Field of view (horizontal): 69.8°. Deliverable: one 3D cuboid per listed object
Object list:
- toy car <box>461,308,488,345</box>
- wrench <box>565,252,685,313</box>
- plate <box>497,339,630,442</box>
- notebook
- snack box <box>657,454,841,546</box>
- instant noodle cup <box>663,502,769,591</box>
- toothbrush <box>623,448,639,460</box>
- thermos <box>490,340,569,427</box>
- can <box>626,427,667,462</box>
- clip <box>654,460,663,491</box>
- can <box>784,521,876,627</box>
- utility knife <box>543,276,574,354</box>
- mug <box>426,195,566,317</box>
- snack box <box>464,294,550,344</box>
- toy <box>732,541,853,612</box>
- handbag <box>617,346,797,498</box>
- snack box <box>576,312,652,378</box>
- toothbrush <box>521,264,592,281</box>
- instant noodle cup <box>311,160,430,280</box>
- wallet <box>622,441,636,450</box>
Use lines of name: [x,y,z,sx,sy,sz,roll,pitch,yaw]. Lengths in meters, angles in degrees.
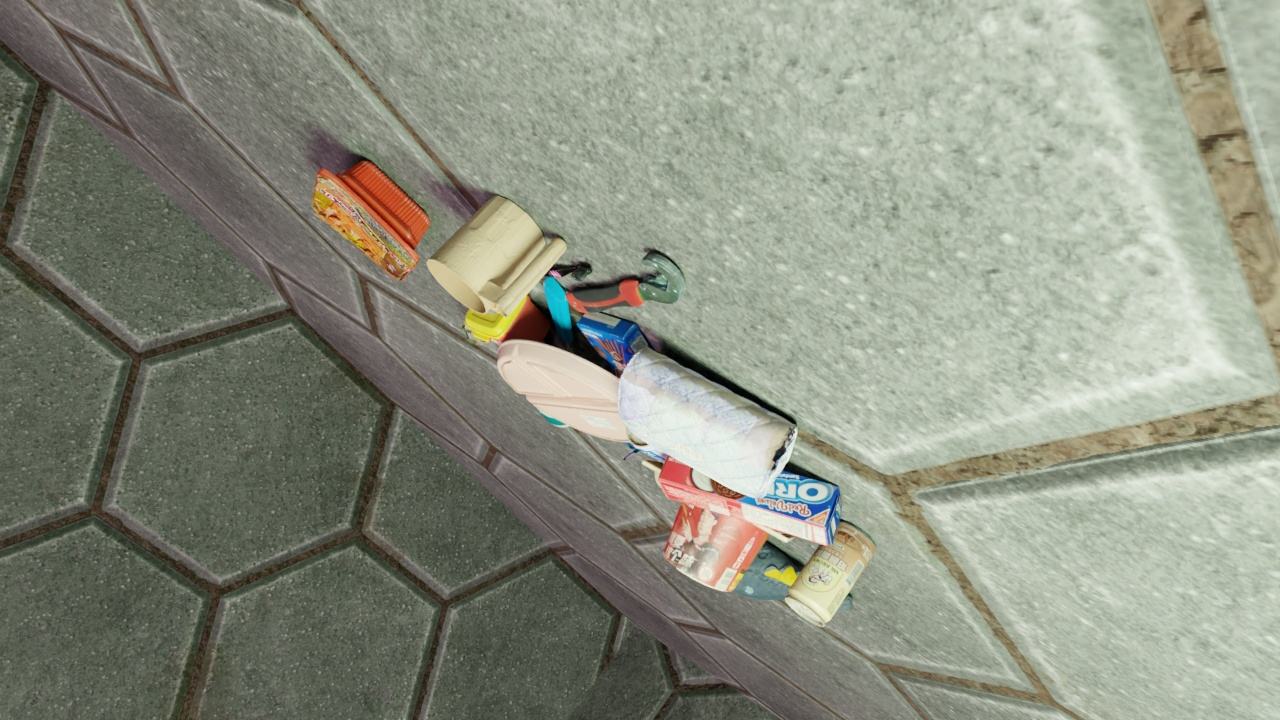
toy car: [-0.250,-0.053,1.414,0.035,0.042,0.090,14,163,6]
wrench: [-0.022,-0.071,0.960,0.056,0.016,0.274,45,161,-15]
plate: [-0.086,0.045,1.187,0.229,0.028,0.230,22,159,9]
notebook: [0.111,0.180,1.198,0.208,0.008,0.147,26,-178,20]
snack box: [0.128,0.154,1.066,0.208,0.057,0.058,14,152,23]
instant noodle cup: [0.101,0.239,1.243,0.138,0.108,0.138,26,-178,-1]
toothbrush: [0.011,0.111,1.278,0.017,0.014,0.189,50,149,1]
thermos: [-0.148,0.025,1.355,0.073,0.073,0.224,28,159,32]
can: [0.035,0.102,1.145,0.053,0.053,0.134,26,175,35]
clip: [0.034,0.154,1.313,0.103,0.092,0.035,38,167,-36]
can: [0.225,0.252,1.086,0.058,0.116,0.059,35,162,13]
utility knife: [-0.099,-0.047,1.166,0.034,0.018,0.199,46,165,18]
mug: [-0.151,-0.108,0.984,0.125,0.103,0.084,26,158,35]
snack box: [-0.174,-0.050,1.212,0.091,0.082,0.080,21,165,44]
toy: [0.160,0.311,1.426,0.137,0.091,0.357,18,180,-38]
handbag: [0.070,0.073,1.001,0.194,0.075,0.134,26,151,16]
snack box: [-0.007,0.006,1.099,0.085,0.026,0.157,20,154,44]
toothbrush: [-0.102,-0.099,1.052,0.014,0.017,0.189,45,163,-25]
instant noodle cup: [-0.355,-0.190,1.228,0.164,0.079,0.189,44,160,-14]
wallet: [-0.038,0.075,1.313,0.106,0.040,0.133,39,163,14]
